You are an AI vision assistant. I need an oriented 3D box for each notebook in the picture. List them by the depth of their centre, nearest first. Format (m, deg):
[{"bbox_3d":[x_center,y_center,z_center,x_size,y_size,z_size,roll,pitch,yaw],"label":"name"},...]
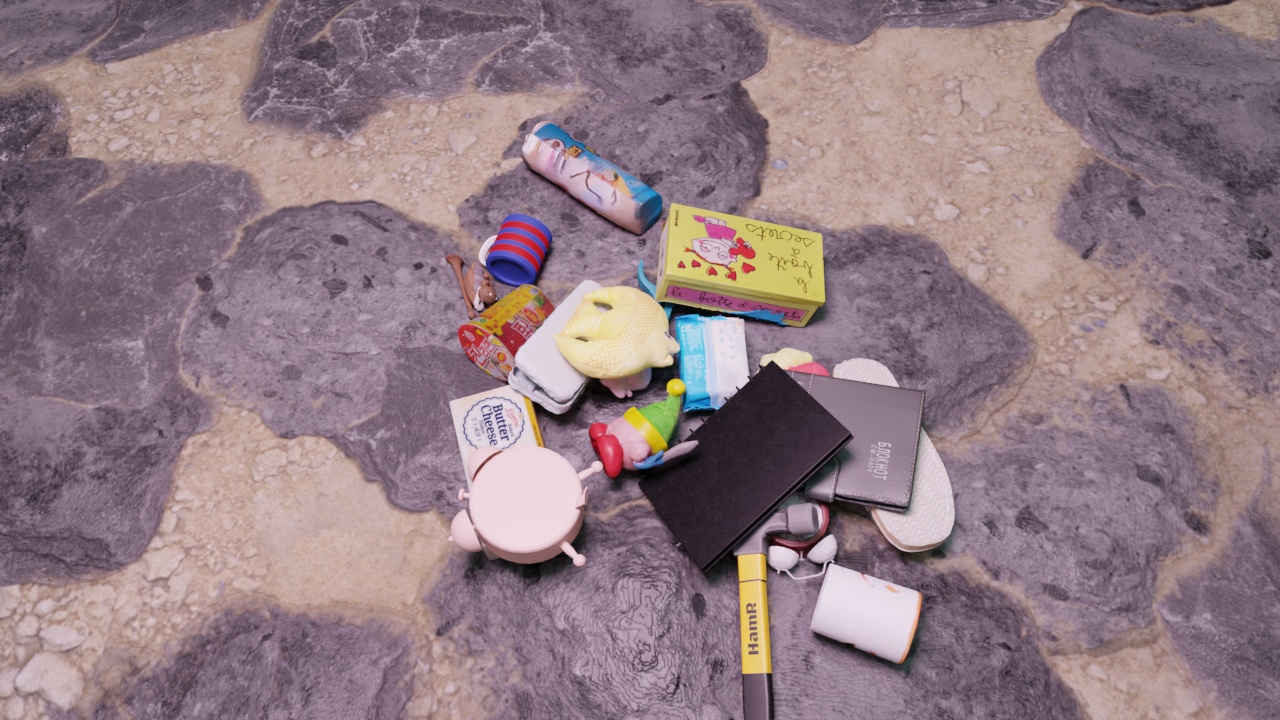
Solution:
[{"bbox_3d":[0.118,0.119,1.105,0.231,0.019,0.169,-43,44,2],"label":"notebook"},{"bbox_3d":[0.232,0.093,1.122,0.209,0.029,0.169,7,61,19],"label":"notebook"}]

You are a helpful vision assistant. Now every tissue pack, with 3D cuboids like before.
[{"bbox_3d":[0.096,0.004,1.218,0.093,0.062,0.144,-3,64,-2],"label":"tissue pack"}]

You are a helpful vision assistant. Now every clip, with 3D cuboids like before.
[{"bbox_3d":[0.026,-0.099,1.288,0.118,0.033,0.120,42,74,10],"label":"clip"}]

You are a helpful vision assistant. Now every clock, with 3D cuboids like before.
[{"bbox_3d":[-0.134,0.163,1.065,0.160,0.086,0.130,4,60,11],"label":"clock"},{"bbox_3d":[0.187,0.203,1.110,0.087,0.044,0.124,-10,59,-3],"label":"clock"}]

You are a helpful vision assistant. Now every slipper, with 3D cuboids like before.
[{"bbox_3d":[0.308,0.114,1.150,0.114,0.054,0.272,-8,56,-4],"label":"slipper"}]

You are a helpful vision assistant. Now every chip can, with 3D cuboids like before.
[{"bbox_3d":[-0.076,-0.274,1.378,0.229,0.080,0.079,37,68,21],"label":"chip can"}]

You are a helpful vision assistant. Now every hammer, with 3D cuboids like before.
[{"bbox_3d":[0.125,0.321,1.033,0.170,0.034,0.324,-12,65,26],"label":"hammer"}]

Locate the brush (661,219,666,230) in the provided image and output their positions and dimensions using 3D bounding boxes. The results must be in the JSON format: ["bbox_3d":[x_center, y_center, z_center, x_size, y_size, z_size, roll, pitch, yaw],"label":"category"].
[{"bbox_3d":[0.051,-0.150,1.332,0.048,0.017,0.126,2,61,4],"label":"brush"}]

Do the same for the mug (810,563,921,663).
[{"bbox_3d":[0.254,0.285,1.038,0.105,0.082,0.082,17,62,13],"label":"mug"}]

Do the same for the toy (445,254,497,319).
[{"bbox_3d":[-0.239,-0.111,1.313,0.055,0.041,0.101,-26,69,13],"label":"toy"}]

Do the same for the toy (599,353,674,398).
[{"bbox_3d":[-0.007,0.007,1.230,0.063,0.047,0.109,40,65,10],"label":"toy"}]

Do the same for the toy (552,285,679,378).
[{"bbox_3d":[-0.024,-0.036,1.191,0.155,0.065,0.170,20,45,11],"label":"toy"}]

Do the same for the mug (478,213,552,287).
[{"bbox_3d":[-0.189,-0.156,1.324,0.112,0.075,0.076,-1,56,33],"label":"mug"}]

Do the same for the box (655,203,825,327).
[{"bbox_3d":[0.137,-0.128,1.255,0.221,0.079,0.124,11,60,-6],"label":"box"}]

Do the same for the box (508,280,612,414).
[{"bbox_3d":[-0.091,-0.022,1.224,0.118,0.063,0.213,37,45,-4],"label":"box"}]

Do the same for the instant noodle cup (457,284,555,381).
[{"bbox_3d":[-0.172,-0.044,1.244,0.100,0.100,0.112,31,59,19],"label":"instant noodle cup"}]

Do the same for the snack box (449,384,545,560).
[{"bbox_3d":[-0.166,0.135,1.158,0.104,0.058,0.207,-16,61,-6],"label":"snack box"}]

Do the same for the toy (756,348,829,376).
[{"bbox_3d":[0.206,0.038,1.201,0.091,0.045,0.135,-25,57,-5],"label":"toy"}]

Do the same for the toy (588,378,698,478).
[{"bbox_3d":[0.004,0.086,1.145,0.131,0.097,0.124,-15,17,-8],"label":"toy"}]
